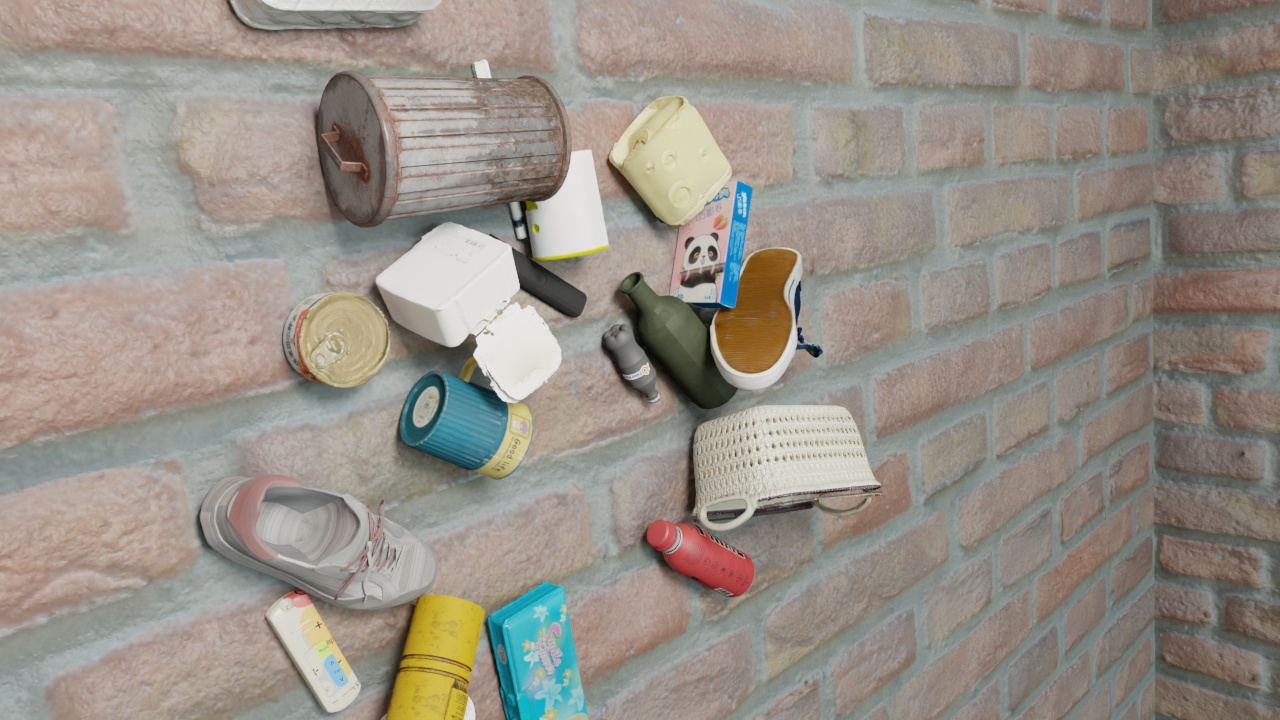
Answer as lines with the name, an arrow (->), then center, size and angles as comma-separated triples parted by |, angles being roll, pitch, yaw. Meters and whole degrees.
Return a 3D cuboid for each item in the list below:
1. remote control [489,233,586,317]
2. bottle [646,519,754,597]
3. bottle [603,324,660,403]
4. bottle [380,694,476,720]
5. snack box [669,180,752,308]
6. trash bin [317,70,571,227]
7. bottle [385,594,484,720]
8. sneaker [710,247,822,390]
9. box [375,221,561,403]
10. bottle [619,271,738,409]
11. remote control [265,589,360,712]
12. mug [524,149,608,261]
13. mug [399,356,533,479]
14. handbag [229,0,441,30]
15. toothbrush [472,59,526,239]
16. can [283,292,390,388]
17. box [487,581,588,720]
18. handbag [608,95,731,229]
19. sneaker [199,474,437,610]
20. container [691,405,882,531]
remote control -> -0.116, -0.090, 0.996 | 0.146, 0.015, 0.033 | 31, 72, -41
bottle -> 0.074, 0.248, 1.172 | 0.176, 0.062, 0.062 | 36, 69, -39
bottle -> -0.006, 0.006, 1.093 | 0.036, 0.036, 0.110 | -49, 124, -30
bottle -> -0.222, 0.362, 0.912 | 0.115, 0.041, 0.041 | 3, 91, -44
snack box -> 0.086, -0.142, 1.135 | 0.033, 0.088, 0.154 | 13, 84, -44
trash bin -> -0.183, -0.197, 0.839 | 0.210, 0.131, 0.131 | -16, 104, -40
bottle -> -0.199, 0.314, 0.873 | 0.071, 0.071, 0.163 | 39, 47, -38
sneaker -> 0.164, -0.028, 1.163 | 0.293, 0.121, 0.127 | -65, 151, -55
box -> -0.152, -0.049, 0.870 | 0.111, 0.189, 0.101 | -47, 166, -30
bottle -> 0.044, -0.027, 1.116 | 0.207, 0.072, 0.071 | 49, 61, -34
remote control -> -0.301, 0.269, 0.846 | 0.038, 0.018, 0.126 | -37, 115, -36
mug -> -0.082, -0.165, 0.977 | 0.082, 0.083, 0.106 | -19, 105, -41
mug -> -0.167, 0.049, 0.911 | 0.107, 0.083, 0.113 | 27, 82, -38
handbag -> -0.264, -0.365, 0.794 | 0.194, 0.073, 0.139 | -21, 106, -41
toothbrush -> -0.147, -0.218, 0.960 | 0.017, 0.012, 0.187 | -20, 107, -27
can -> -0.275, -0.019, 0.831 | 0.086, 0.043, 0.086 | -3, 95, -43
box -> -0.108, 0.368, 1.025 | 0.093, 0.039, 0.227 | -22, 109, -42
handbag -> 0.037, -0.233, 1.088 | 0.111, 0.081, 0.119 | -51, 128, -13
sneaker -> -0.263, 0.166, 0.818 | 0.236, 0.090, 0.099 | 32, 62, -40
container -> 0.182, 0.139, 1.188 | 0.251, 0.185, 0.143 | 3, 71, -40
